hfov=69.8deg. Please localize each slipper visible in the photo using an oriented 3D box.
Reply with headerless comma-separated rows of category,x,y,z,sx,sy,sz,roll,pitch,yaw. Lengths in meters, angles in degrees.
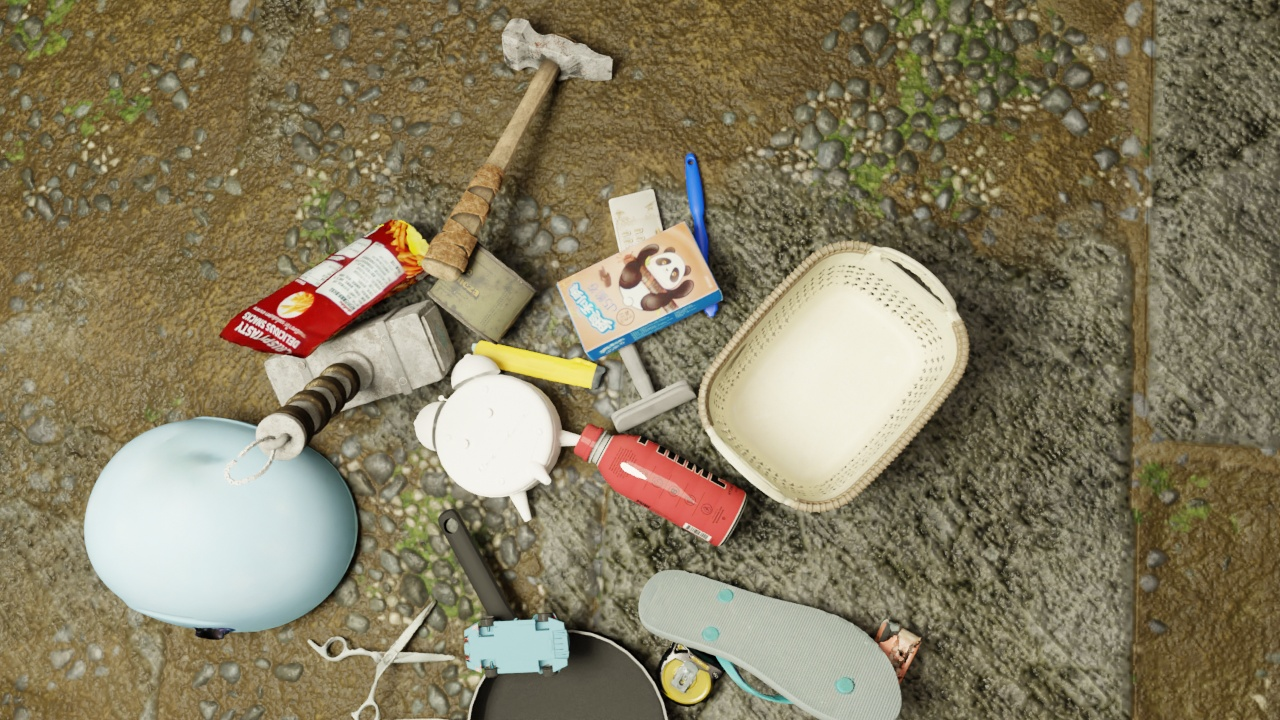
slipper,0.126,0.279,0.903,0.269,0.055,0.098,21,57,21

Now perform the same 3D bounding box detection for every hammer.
hammer,-0.138,-0.219,0.952,0.121,0.049,0.318,21,68,5
hammer,-0.290,0.031,0.852,0.177,0.326,0.079,-17,105,5

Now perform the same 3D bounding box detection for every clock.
clock,-0.150,0.076,0.951,0.161,0.073,0.125,37,89,9

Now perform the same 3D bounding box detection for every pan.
pan,-0.110,0.309,0.936,0.204,0.044,0.355,-31,81,3

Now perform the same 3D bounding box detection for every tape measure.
tape measure,0.048,0.315,0.921,0.062,0.034,0.061,29,90,10

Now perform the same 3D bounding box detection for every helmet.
helmet,-0.432,0.167,0.934,0.265,0.167,0.225,11,75,-1

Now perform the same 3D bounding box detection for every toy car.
toy car,-0.119,0.279,0.904,0.108,0.027,0.060,-8,84,15

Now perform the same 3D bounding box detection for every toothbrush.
toothbrush,0.064,-0.134,0.980,0.016,0.018,0.182,-8,80,6

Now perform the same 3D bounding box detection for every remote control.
remote control,0.004,-0.114,0.985,0.050,0.011,0.135,-13,82,5

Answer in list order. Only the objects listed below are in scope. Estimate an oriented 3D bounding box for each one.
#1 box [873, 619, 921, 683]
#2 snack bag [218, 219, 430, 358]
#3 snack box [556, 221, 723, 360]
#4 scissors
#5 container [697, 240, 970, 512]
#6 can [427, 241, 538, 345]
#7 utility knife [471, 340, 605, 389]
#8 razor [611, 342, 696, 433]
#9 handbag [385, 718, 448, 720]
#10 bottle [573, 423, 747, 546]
box,0.221,0.346,0.894,0.056,0.059,0.186,28,88,-23
snack bag,-0.317,-0.073,0.942,0.139,0.067,0.207,21,46,35
snack box,-0.001,-0.072,0.949,0.151,0.034,0.087,-26,69,4
scissors,-0.276,0.310,0.959,0.175,0.014,0.141,7,61,20
container,0.181,0.018,0.883,0.184,0.143,0.246,43,90,10
can,-0.164,-0.072,0.961,0.090,0.090,0.074,38,89,9
utility knife,-0.112,0.003,0.985,0.151,0.017,0.030,13,81,7
razor,-0.006,0.006,0.961,0.088,0.047,0.116,-26,74,4
handbag,-0.267,0.417,0.868,0.201,0.199,0.093,-5,87,9
bottle,0.017,0.119,0.924,0.176,0.062,0.062,28,88,3
